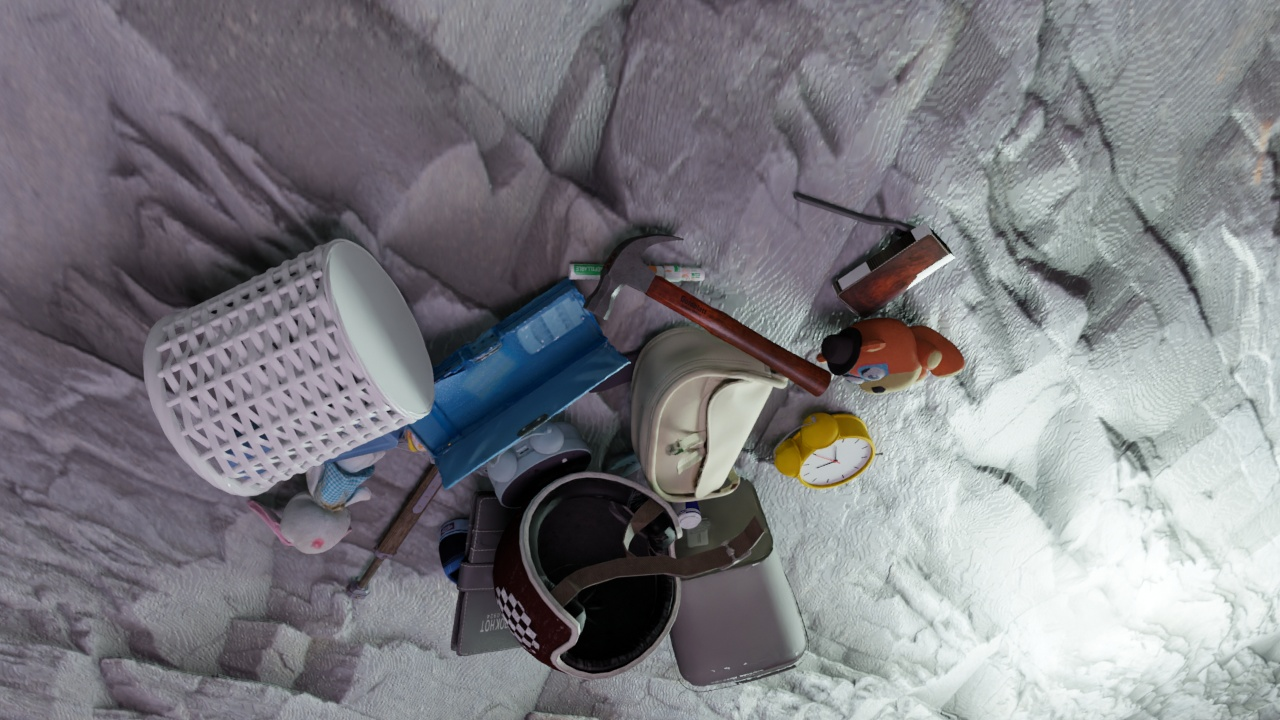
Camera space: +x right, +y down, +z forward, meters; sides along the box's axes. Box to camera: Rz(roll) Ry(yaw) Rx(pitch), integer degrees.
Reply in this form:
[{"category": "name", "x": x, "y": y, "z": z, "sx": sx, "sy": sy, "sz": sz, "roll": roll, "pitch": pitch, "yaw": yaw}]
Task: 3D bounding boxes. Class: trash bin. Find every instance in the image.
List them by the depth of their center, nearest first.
[{"category": "trash bin", "x": 0.112, "y": 0.300, "z": 1.263, "sx": 0.197, "sy": 0.197, "sz": 0.220, "roll": -15, "pitch": 129, "yaw": 0}]

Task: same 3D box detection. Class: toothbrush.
[{"category": "toothbrush", "x": 0.233, "y": -0.154, "z": 0.977, "sx": 0.167, "sy": 0.012, "sz": 0.013, "roll": 13, "pitch": 128, "yaw": -24}]

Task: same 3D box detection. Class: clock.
[{"category": "clock", "x": -0.123, "y": 0.121, "z": 1.088, "sx": 0.122, "sy": 0.045, "sz": 0.159, "roll": -31, "pitch": 155, "yaw": -2}, {"category": "clock", "x": 0.243, "y": 0.120, "z": 1.214, "sx": 0.151, "sy": 0.052, "sz": 0.114, "roll": 19, "pitch": 126, "yaw": -33}]

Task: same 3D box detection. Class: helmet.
[{"category": "helmet", "x": -0.047, "y": 0.244, "z": 1.074, "sx": 0.232, "sy": 0.234, "sz": 0.254, "roll": -39, "pitch": 162, "yaw": -35}]

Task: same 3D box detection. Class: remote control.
[{"category": "remote control", "x": -0.006, "y": 0.006, "z": 1.070, "sx": 0.124, "sy": 0.009, "sz": 0.046, "roll": -15, "pitch": 133, "yaw": -4}]

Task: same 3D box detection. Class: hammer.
[{"category": "hammer", "x": 0.090, "y": -0.037, "z": 0.985, "sx": 0.300, "sy": 0.028, "sz": 0.111, "roll": 28, "pitch": 90, "yaw": -25}, {"category": "hammer", "x": -0.311, "y": 0.213, "z": 1.177, "sx": 0.147, "sy": 0.028, "sz": 0.318, "roll": 19, "pitch": 125, "yaw": -30}]

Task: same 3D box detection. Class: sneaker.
[{"category": "sneaker", "x": -0.184, "y": 0.310, "z": 1.251, "sx": 0.083, "sy": 0.098, "sz": 0.241, "roll": -32, "pitch": 133, "yaw": 18}]

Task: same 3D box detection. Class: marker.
[{"category": "marker", "x": -0.003, "y": -0.093, "z": 0.972, "sx": 0.145, "sy": 0.017, "sz": 0.017, "roll": 0, "pitch": 133, "yaw": -14}]

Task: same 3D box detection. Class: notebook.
[{"category": "notebook", "x": -0.156, "y": 0.269, "z": 1.177, "sx": 0.169, "sy": 0.029, "sz": 0.209, "roll": 5, "pitch": 96, "yaw": -38}]

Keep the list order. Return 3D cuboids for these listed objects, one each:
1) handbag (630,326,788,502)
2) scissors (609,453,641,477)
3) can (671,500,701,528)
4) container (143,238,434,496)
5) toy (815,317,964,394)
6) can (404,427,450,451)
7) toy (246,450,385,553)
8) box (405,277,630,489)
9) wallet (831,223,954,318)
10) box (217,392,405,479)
[{"category": "handbag", "x": 0.077, "y": 0.088, "z": 1.078, "sx": 0.183, "sy": 0.131, "sz": 0.230, "roll": 3, "pitch": 132, "yaw": -23}, {"category": "scissors", "x": 0.043, "y": 0.114, "z": 1.183, "sx": 0.108, "sy": 0.016, "sz": 0.179, "roll": 31, "pitch": 118, "yaw": -36}, {"category": "can", "x": 0.054, "y": 0.171, "z": 1.182, "sx": 0.032, "sy": 0.095, "sz": 0.032, "roll": -6, "pitch": 134, "yaw": -7}, {"category": "container", "x": -0.322, "y": 0.006, "z": 0.866, "sx": 0.187, "sy": 0.189, "sz": 0.189, "roll": -24, "pitch": 134, "yaw": 7}, {"category": "toy", "x": 0.287, "y": -0.007, "z": 1.075, "sx": 0.176, "sy": 0.096, "sz": 0.112, "roll": 18, "pitch": 163, "yaw": -24}, {"category": "can", "x": -0.212, "y": 0.067, "z": 1.036, "sx": 0.105, "sy": 0.067, "sz": 0.068, "roll": -2, "pitch": 133, "yaw": -12}, {"category": "toy", "x": -0.360, "y": 0.169, "z": 1.071, "sx": 0.131, "sy": 0.105, "sz": 0.206, "roll": 26, "pitch": 124, "yaw": -36}, {"category": "box", "x": -0.132, "y": 0.028, "z": 0.946, "sx": 0.231, "sy": 0.110, "sz": 0.094, "roll": -34, "pitch": 130, "yaw": -7}, {"category": "wallet", "x": 0.283, "y": -0.097, "z": 1.027, "sx": 0.123, "sy": 0.019, "sz": 0.072, "roll": -36, "pitch": 139, "yaw": 25}, {"category": "box", "x": -0.356, "y": 0.078, "z": 1.002, "sx": 0.210, "sy": 0.063, "sz": 0.069, "roll": -13, "pitch": 142, "yaw": 17}]
